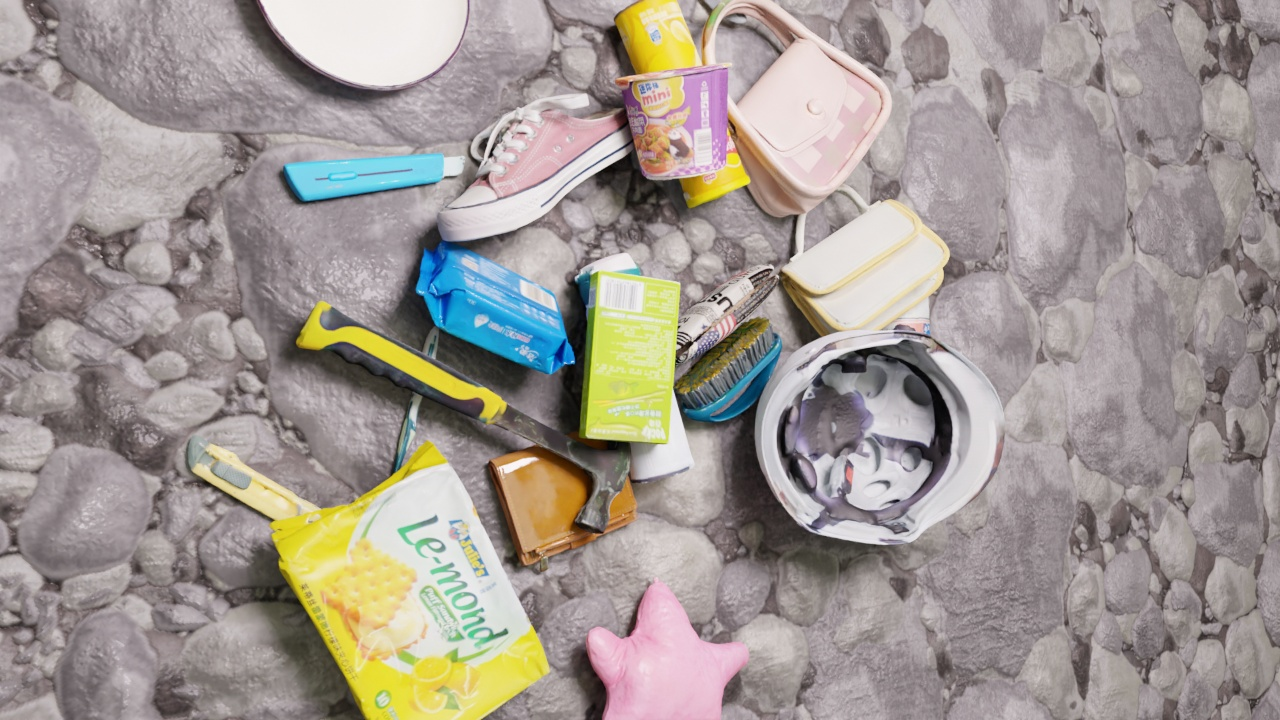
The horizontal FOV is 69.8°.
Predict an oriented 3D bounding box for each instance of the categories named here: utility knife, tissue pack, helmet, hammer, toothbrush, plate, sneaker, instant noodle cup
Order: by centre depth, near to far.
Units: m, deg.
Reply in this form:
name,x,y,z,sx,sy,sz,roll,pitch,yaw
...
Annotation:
name,x,y,z,sx,sy,sz,roll,pitch,yaw
utility knife,-0.310,0.112,0.766,0.151,0.018,0.031,38,74,-26
plate,-0.251,-0.332,0.825,0.192,0.039,0.192,3,84,-29
hammer,-0.146,0.036,0.827,0.323,0.032,0.126,29,66,-20
toothbrush,-0.205,0.060,0.827,0.018,0.016,0.191,21,76,-36
utility knife,-0.235,-0.170,0.831,0.165,0.018,0.034,-14,92,-31
tissue pack,-0.133,-0.047,0.834,0.157,0.095,0.052,26,114,-25
sneaker,-0.102,-0.193,0.858,0.240,0.118,0.088,-40,122,-32
instant noodle cup,0.037,-0.231,0.888,0.111,0.112,0.099,-20,113,-29
helmet,0.237,0.073,0.987,0.258,0.146,0.229,-6,99,-13

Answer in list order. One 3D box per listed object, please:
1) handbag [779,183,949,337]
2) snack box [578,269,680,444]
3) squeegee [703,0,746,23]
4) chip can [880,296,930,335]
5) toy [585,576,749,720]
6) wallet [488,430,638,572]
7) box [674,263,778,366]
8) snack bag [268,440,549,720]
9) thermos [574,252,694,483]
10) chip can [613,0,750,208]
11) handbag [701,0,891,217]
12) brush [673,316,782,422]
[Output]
name,x,y,z,sx,sy,sz,roll,pitch,yaw
handbag,0.237,-0.124,1.038,0.163,0.063,0.178,-34,69,-8
snack box,-0.010,-0.002,0.861,0.085,0.026,0.156,6,84,-21
squeegee,0.032,-0.461,0.996,0.246,0.039,0.245,46,48,-24
chip can,0.309,-0.013,1.088,0.071,0.071,0.214,1,85,-29
toy,0.030,0.304,0.904,0.194,0.075,0.178,9,70,-32
wallet,-0.068,0.133,0.884,0.130,0.035,0.119,-17,92,-29
box,0.081,-0.055,0.971,0.064,0.074,0.164,43,60,12
snack bag,-0.193,0.211,0.783,0.157,0.068,0.246,-29,103,-26
thermos,-0.005,0.005,0.915,0.073,0.073,0.224,-17,93,-29
chip can,0.045,-0.272,0.965,0.071,0.072,0.213,-26,98,-29
handbag,0.155,-0.298,1.021,0.234,0.094,0.192,46,65,-16
brush,0.100,0.018,0.979,0.143,0.055,0.073,-41,116,-27
